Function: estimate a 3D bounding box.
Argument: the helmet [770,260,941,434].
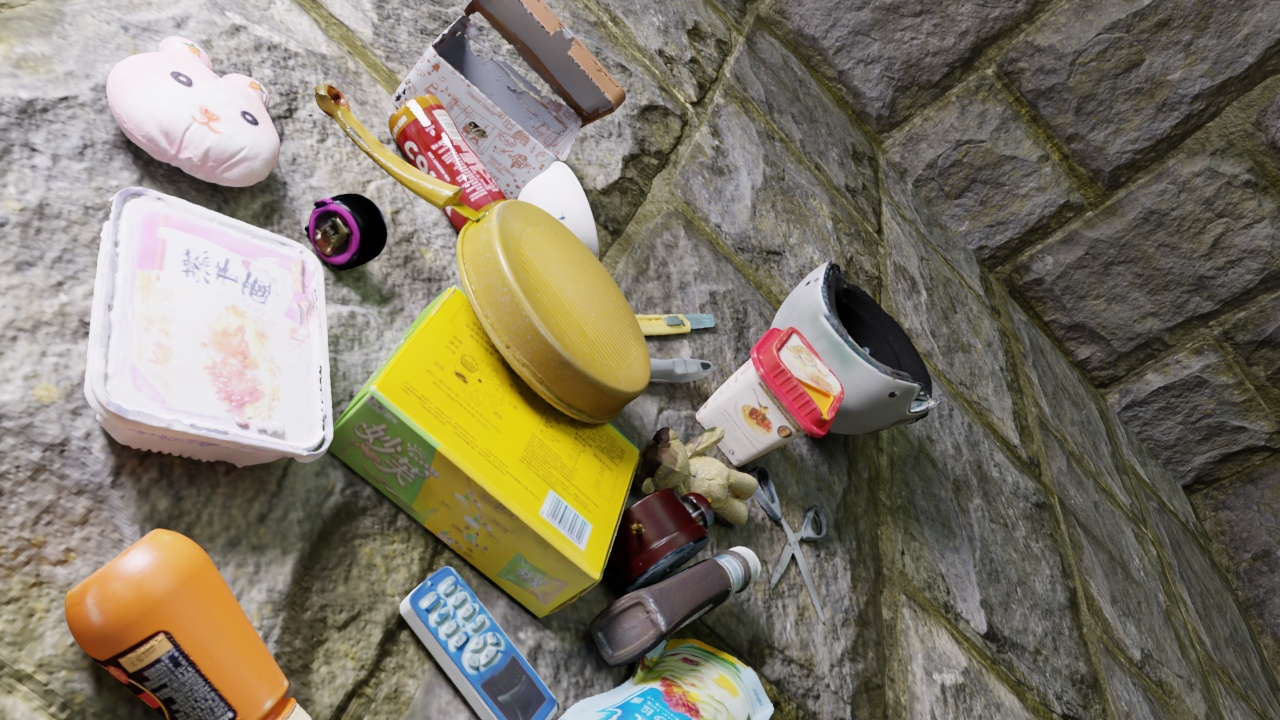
[{"bbox_3d":[0.251,0.004,1.161,0.230,0.157,0.273,56,19,12],"label":"helmet"}]

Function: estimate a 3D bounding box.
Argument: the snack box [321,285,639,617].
[{"bbox_3d":[-0.108,0.064,0.688,0.210,0.070,0.157,42,30,-14],"label":"snack box"}]

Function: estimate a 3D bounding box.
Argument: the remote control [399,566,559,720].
[{"bbox_3d":[-0.104,0.194,0.595,0.125,0.024,0.048,51,30,2],"label":"remote control"}]

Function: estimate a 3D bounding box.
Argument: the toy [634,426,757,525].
[{"bbox_3d":[0.057,0.114,0.878,0.157,0.066,0.105,29,79,-40],"label":"toy"}]

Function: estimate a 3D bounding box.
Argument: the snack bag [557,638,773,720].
[{"bbox_3d":[0.018,0.257,0.649,0.110,0.039,0.190,32,20,22],"label":"snack bag"}]

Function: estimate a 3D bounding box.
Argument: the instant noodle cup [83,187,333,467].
[{"bbox_3d":[-0.268,-0.011,0.563,0.138,0.060,0.173,20,41,-42],"label":"instant noodle cup"}]

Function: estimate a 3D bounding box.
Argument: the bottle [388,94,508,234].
[{"bbox_3d":[-0.170,-0.167,0.869,0.175,0.058,0.057,55,30,7],"label":"bottle"}]

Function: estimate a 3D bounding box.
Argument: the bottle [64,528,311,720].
[{"bbox_3d":[-0.214,0.156,0.458,0.149,0.067,0.066,54,29,-9],"label":"bottle"}]

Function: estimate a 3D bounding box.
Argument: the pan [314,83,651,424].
[{"bbox_3d":[-0.126,-0.096,0.743,0.357,0.078,0.197,53,20,-6],"label":"pan"}]

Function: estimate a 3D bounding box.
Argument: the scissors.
[{"bbox_3d":[0.164,0.194,0.979,0.159,0.014,0.179,8,53,-48],"label":"scissors"}]

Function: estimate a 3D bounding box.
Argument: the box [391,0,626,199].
[{"bbox_3d":[-0.121,-0.295,0.959,0.182,0.175,0.151,39,33,-19],"label":"box"}]

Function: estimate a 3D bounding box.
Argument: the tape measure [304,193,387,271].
[{"bbox_3d":[-0.230,-0.101,0.716,0.057,0.058,0.039,52,30,-3],"label":"tape measure"}]

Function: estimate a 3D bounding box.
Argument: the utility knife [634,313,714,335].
[{"bbox_3d":[0.031,-0.043,1.058,0.215,0.022,0.031,-2,65,-60],"label":"utility knife"}]

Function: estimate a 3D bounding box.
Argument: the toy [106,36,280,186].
[{"bbox_3d":[-0.330,-0.192,0.690,0.121,0.054,0.159,29,29,-35],"label":"toy"}]

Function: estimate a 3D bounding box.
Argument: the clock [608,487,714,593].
[{"bbox_3d":[0.017,0.146,0.759,0.121,0.082,0.055,-8,58,-54],"label":"clock"}]

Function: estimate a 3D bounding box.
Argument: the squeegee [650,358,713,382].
[{"bbox_3d":[-0.005,0.005,0.924,0.246,0.039,0.246,4,68,-54],"label":"squeegee"}]

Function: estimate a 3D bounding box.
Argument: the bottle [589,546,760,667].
[{"bbox_3d":[0.040,0.190,0.743,0.194,0.080,0.044,-6,61,-57],"label":"bottle"}]

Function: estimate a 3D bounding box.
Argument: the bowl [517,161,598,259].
[{"bbox_3d":[-0.095,-0.132,0.912,0.064,0.118,0.118,-20,69,-20],"label":"bowl"}]

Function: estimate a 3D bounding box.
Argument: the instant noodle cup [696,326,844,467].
[{"bbox_3d":[0.137,0.044,0.990,0.116,0.124,0.116,51,31,-1],"label":"instant noodle cup"}]
